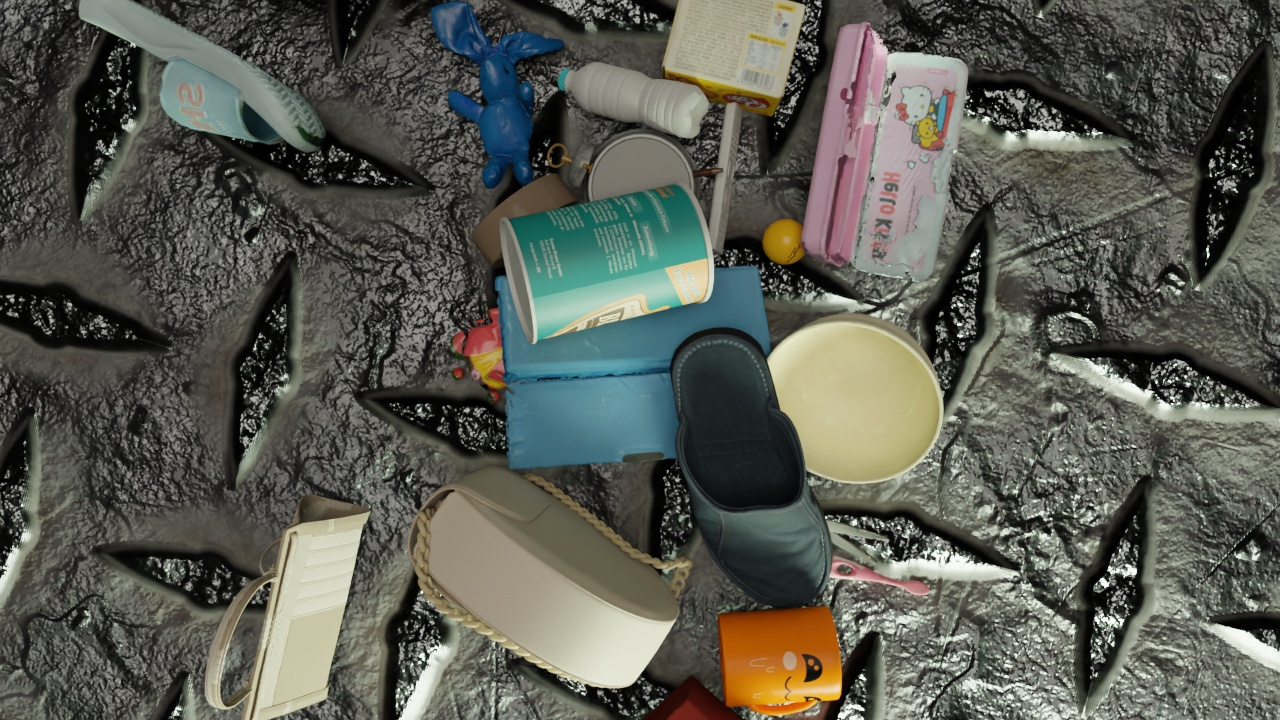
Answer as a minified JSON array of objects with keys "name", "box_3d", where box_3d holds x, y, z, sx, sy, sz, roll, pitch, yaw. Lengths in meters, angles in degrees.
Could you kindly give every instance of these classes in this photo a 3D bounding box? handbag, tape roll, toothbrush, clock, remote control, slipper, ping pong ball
[{"name":"handbag","box_3d":[-0.296,0.214,0.743,0.062,0.198,0.175,13,91,1]},{"name":"tape roll","box_3d":[-0.098,-0.119,0.787,0.094,0.093,0.030,-37,90,1]},{"name":"toothbrush","box_3d":[0.191,0.190,0.824,0.135,0.016,0.021,13,90,4]},{"name":"clock","box_3d":[-0.012,-0.155,0.803,0.148,0.056,0.104,21,100,-4]},{"name":"remote control","box_3d":[0.074,-0.160,0.814,0.012,0.033,0.131,8,91,16]},{"name":"slipper","box_3d":[0.089,0.108,0.759,0.109,0.083,0.266,-14,109,12]},{"name":"handbag","box_3d":[-0.068,0.161,0.731,0.208,0.210,0.103,33,91,3]},{"name":"slipper","box_3d":[-0.380,-0.238,0.792,0.245,0.104,0.074,30,93,7]},{"name":"ping pong ball","box_3d":[0.128,-0.105,0.809,0.040,0.040,0.040,0,90,1]}]

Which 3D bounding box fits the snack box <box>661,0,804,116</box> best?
[{"name":"snack box","box_3d":[0.078,-0.271,0.797,0.106,0.061,0.083,14,91,1]}]

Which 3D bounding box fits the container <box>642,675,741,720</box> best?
[{"name":"container","box_3d":[0.071,0.389,0.780,0.148,0.127,0.201,-43,83,1]}]

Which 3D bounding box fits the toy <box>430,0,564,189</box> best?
[{"name":"toy","box_3d":[-0.116,-0.229,0.801,0.113,0.071,0.176,-9,80,-1]}]

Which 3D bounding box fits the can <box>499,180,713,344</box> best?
[{"name":"can","box_3d":[-0.028,-0.078,0.723,0.143,0.099,0.099,-14,90,-13]}]

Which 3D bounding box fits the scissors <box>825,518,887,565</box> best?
[{"name":"scissors","box_3d":[0.135,0.149,0.825,0.131,0.014,0.153,-37,86,1]}]

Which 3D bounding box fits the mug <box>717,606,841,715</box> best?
[{"name":"mug","box_3d":[0.119,0.270,0.803,0.096,0.077,0.113,-4,121,1]}]

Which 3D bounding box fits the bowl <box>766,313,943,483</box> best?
[{"name":"bowl","box_3d":[0.182,0.022,0.780,0.151,0.075,0.151,10,118,19]}]

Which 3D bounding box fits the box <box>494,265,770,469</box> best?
[{"name":"box","box_3d":[-0.003,0.005,0.786,0.231,0.060,0.175,-4,91,-11]}]

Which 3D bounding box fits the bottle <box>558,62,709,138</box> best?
[{"name":"bottle","box_3d":[-0.010,-0.230,0.798,0.136,0.044,0.044,20,91,21]}]

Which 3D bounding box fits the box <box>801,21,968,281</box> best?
[{"name":"box","box_3d":[0.214,-0.176,0.789,0.101,0.111,0.201,10,90,26]}]

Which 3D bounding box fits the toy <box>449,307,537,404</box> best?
[{"name":"toy","box_3d":[-0.119,-0.013,0.816,0.084,0.046,0.103,34,86,14]}]
